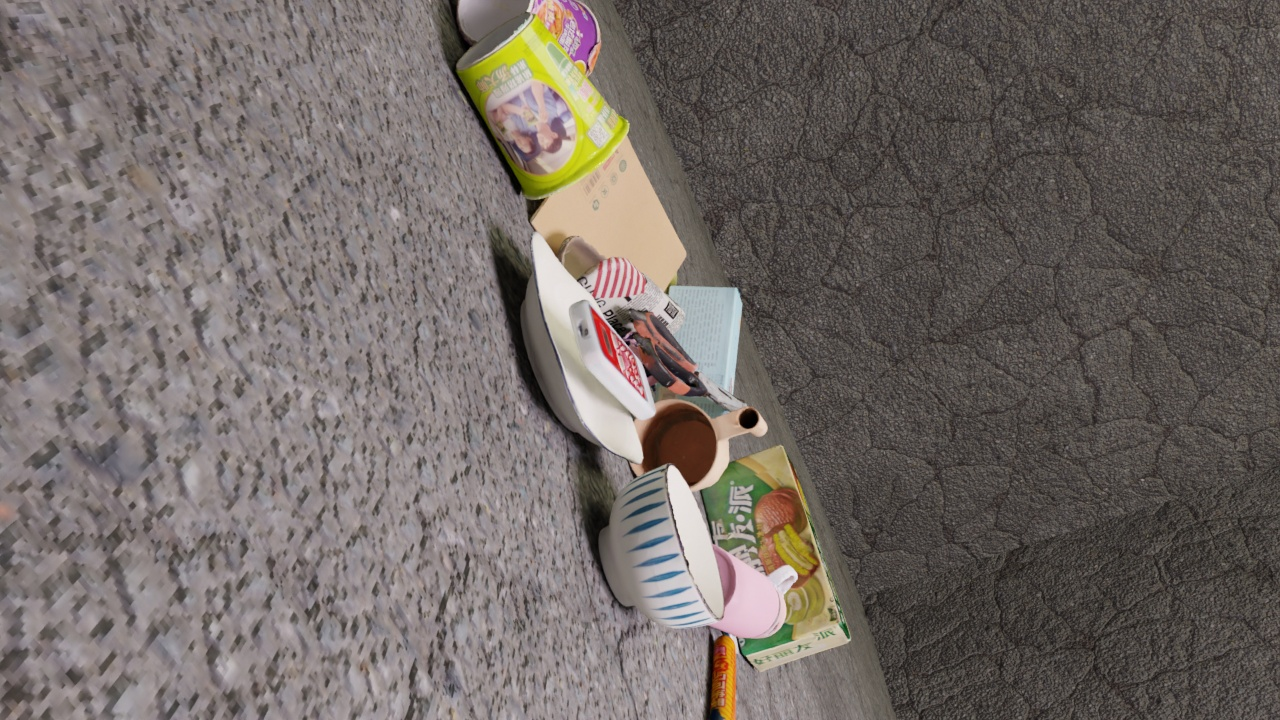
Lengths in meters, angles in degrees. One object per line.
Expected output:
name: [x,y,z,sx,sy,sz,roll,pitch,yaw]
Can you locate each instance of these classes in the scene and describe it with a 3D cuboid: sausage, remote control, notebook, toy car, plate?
sausage: [0.073,0.287,0.806,0.165,0.021,0.021,-66,134,-76]
remote control: [-0.019,0.002,0.709,0.136,0.020,0.055,50,20,-61]
notebook: [-0.024,-0.119,0.902,0.147,0.008,0.208,-59,142,-23]
toy car: [-0.005,0.005,0.870,0.037,0.056,0.122,65,9,19]
plate: [-0.052,-0.002,0.702,0.164,0.034,0.163,49,22,-62]

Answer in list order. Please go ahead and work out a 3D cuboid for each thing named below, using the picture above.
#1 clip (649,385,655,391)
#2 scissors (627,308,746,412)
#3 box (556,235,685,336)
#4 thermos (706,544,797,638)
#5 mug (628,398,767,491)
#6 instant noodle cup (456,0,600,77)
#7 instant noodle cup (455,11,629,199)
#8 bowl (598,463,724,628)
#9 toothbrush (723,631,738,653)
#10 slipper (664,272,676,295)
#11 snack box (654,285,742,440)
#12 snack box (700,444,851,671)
clip: [-0.003,0.009,0.981,0.026,0.038,0.058,34,37,-68]
scissors: [0.050,0.007,0.870,0.185,0.015,0.208,56,17,-3]
box: [-0.012,-0.056,0.849,0.163,0.087,0.076,40,61,-59]
thermos: [0.094,0.213,0.853,0.067,0.087,0.198,48,3,32]
mug: [0.057,0.076,0.860,0.103,0.125,0.084,34,36,-75]
instant noodle cup: [-0.107,-0.305,0.839,0.099,0.112,0.111,23,46,-64]
instant noodle cup: [-0.088,-0.219,0.772,0.123,0.112,0.111,54,17,-30]
bowl: [0.011,0.139,0.660,0.116,0.066,0.116,-19,89,-80]
toothbrush: [0.069,0.209,0.946,0.016,0.018,0.191,9,60,-76]
slipper: [-0.026,-0.121,0.984,0.081,0.092,0.191,-51,142,-31]
snack box: [0.061,0.007,0.976,0.051,0.074,0.174,49,47,-69]
snack box: [0.150,0.223,1.063,0.063,0.114,0.239,55,18,-49]
